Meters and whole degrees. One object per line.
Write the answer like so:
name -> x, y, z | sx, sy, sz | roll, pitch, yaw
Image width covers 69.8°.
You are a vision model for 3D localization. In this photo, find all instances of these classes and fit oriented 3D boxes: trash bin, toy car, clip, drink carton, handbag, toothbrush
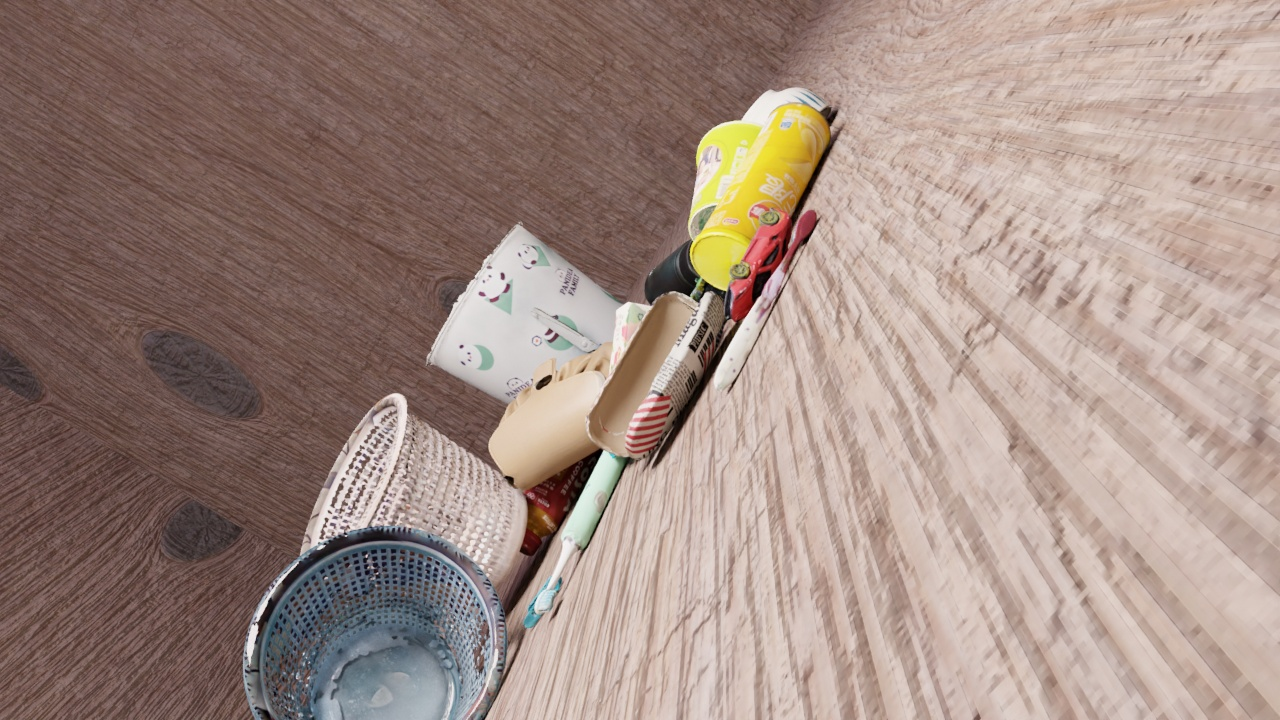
trash bin -> -0.248, 0.302, 0.891 | 0.225, 0.226, 0.196 | -61, -6, -34
toy car -> 0.073, -0.067, 0.903 | 0.036, 0.043, 0.091 | -51, 8, 51
trash bin -> -0.119, -0.021, 1.231 | 0.230, 0.252, 0.229 | -56, 5, 7
clip -> -0.090, 0.221, 0.849 | 0.056, 0.014, 0.039 | -55, 7, 16
trash bin -> -0.245, 0.178, 1.040 | 0.228, 0.192, 0.227 | -41, 32, 33
drink carton -> -0.006, 0.006, 0.957 | 0.054, 0.045, 0.122 | 157, 119, -71
toy car -> 0.098, -0.077, 0.761 | 0.106, 0.031, 0.049 | -57, -23, -27
handbag -> -0.085, 0.058, 1.063 | 0.205, 0.100, 0.147 | -32, 23, 21
toothbrush -> -0.052, 0.147, 0.864 | 0.027, 0.026, 0.223 | -25, 25, 37
toothbrush -> 0.099, -0.050, 0.721 | 0.187, 0.016, 0.017 | -60, -2, -26

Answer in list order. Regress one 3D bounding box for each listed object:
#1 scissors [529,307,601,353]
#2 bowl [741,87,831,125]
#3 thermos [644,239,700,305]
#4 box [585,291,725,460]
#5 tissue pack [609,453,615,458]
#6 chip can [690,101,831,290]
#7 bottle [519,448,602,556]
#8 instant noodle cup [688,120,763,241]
scissors -> -0.055, -0.025, 1.118 | 0.108, 0.175, 0.012 | -32, 9, 14
bowl -> 0.157, -0.269, 1.059 | 0.116, 0.066, 0.116 | -45, -6, -7
thermos -> 0.069, -0.110, 1.137 | 0.090, 0.068, 0.243 | -26, 1, -12
box -> 0.021, 0.009, 0.791 | 0.162, 0.076, 0.088 | -58, 8, -19
tissue pack -> 0.008, 0.031, 0.877 | 0.133, 0.050, 0.093 | -59, 8, -16
chip can -> 0.119, -0.162, 0.885 | 0.212, 0.072, 0.072 | -61, 7, -35
bottle -> -0.104, 0.154, 1.122 | 0.174, 0.057, 0.058 | -60, 6, -27
instant noodle cup -> 0.102, -0.175, 0.986 | 0.112, 0.111, 0.123 | -51, 16, 50
